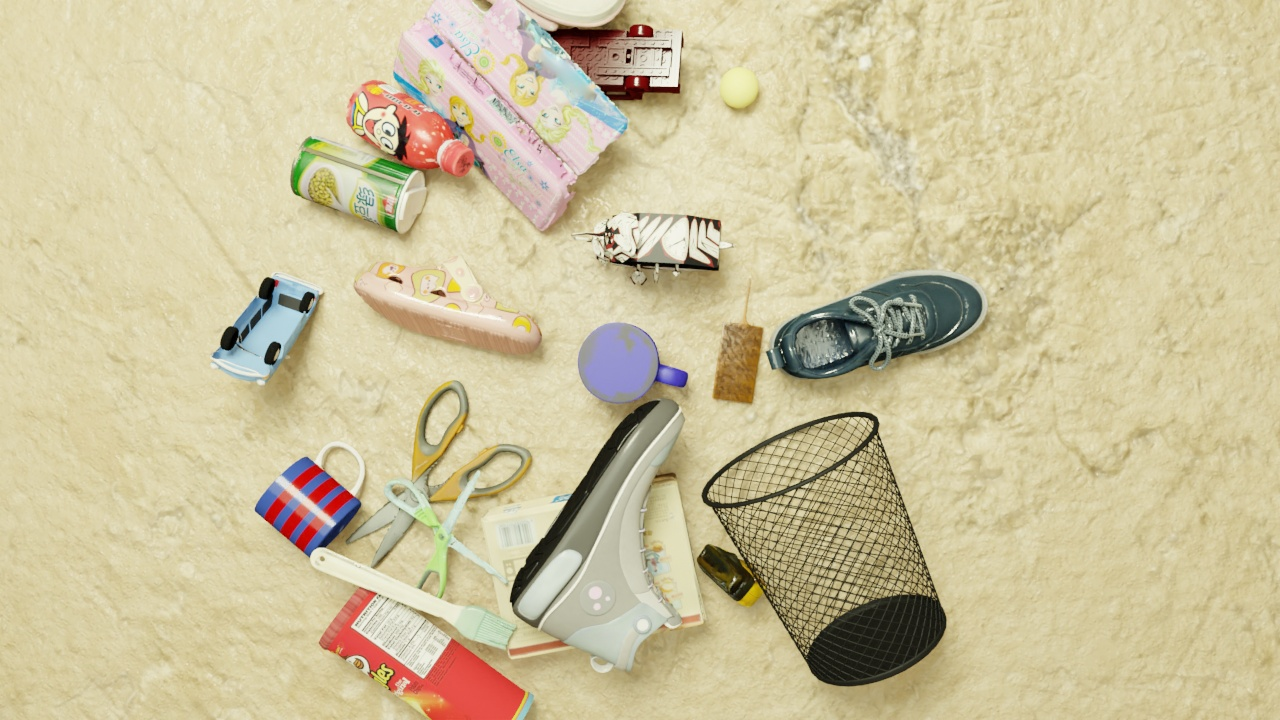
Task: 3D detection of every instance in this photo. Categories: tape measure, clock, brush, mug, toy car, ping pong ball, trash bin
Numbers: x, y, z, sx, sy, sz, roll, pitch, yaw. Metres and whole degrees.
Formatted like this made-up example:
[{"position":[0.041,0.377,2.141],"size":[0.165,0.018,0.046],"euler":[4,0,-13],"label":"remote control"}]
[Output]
[{"position":[0.097,0.222,0.950],"size":[0.064,0.065,0.037],"euler":[39,89,-37],"label":"tape measure"},{"position":[0.006,-0.109,0.911],"size":[0.154,0.115,0.065],"euler":[3,92,-16],"label":"clock"},{"position":[-0.230,0.238,0.925],"size":[0.217,0.012,0.033],"euler":[24,93,-4],"label":"brush"},{"position":[-0.334,0.140,0.962],"size":[0.076,0.075,0.111],"euler":[41,67,0],"label":"mug"},{"position":[-0.374,-0.030,0.923],"size":[0.056,0.153,0.055],"euler":[20,129,-8],"label":"toy car"},{"position":[-0.040,-0.302,0.932],"size":[0.170,0.061,0.070],"euler":[5,92,11],"label":"toy car"},{"position":[0.101,-0.280,0.942],"size":[0.040,0.040,0.040],"euler":[0,92,1],"label":"ping pong ball"},{"position":[0.106,-0.019,0.964],"size":[0.048,0.017,0.126],"euler":[8,93,1],"label":"brush"},{"position":[-0.006,0.005,0.934],"size":[0.111,0.083,0.079],"euler":[16,92,1],"label":"mug"},{"position":[0.188,0.186,0.897],"size":[0.184,0.184,0.210],"euler":[-26,97,2],"label":"trash bin"}]

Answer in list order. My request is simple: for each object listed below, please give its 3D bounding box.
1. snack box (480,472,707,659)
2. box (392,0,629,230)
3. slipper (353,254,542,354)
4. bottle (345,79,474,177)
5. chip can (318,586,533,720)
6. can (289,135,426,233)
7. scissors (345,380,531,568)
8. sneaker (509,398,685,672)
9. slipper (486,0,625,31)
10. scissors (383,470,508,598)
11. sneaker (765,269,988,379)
[{"position":[-0.047,0.213,0.958],"size":[0.207,0.055,0.153],"euler":[-11,92,2],"label":"snack box"},{"position":[-0.138,-0.255,0.907],"size":[0.230,0.061,0.161],"euler":[46,128,0],"label":"box"},{"position":[-0.191,-0.065,0.944],"size":[0.197,0.093,0.081],"euler":[17,72,-1],"label":"slipper"},{"position":[-0.228,-0.228,0.926],"size":[0.137,0.062,0.062],"euler":[32,93,19],"label":"bottle"},{"position":[-0.221,0.320,0.953],"size":[0.213,0.087,0.087],"euler":[36,93,-1],"label":"chip can"},{"position":[-0.288,-0.180,0.943],"size":[0.121,0.067,0.067],"euler":[19,93,1],"label":"can"},{"position":[-0.232,0.121,0.981],"size":[0.225,0.016,0.175],"euler":[-29,91,4],"label":"scissors"},{"position":[0.000,0.174,0.891],"size":[0.160,0.093,0.256],"euler":[36,91,-8],"label":"sneaker"},{"position":[-0.127,-0.409,0.923],"size":[0.274,0.054,0.114],"euler":[37,76,16],"label":"slipper"},{"position":[-0.204,0.182,0.949],"size":[0.173,0.021,0.171],"euler":[34,106,21],"label":"scissors"},{"position":[0.239,-0.035,0.924],"size":[0.235,0.087,0.089],"euler":[-18,92,3],"label":"sneaker"}]
